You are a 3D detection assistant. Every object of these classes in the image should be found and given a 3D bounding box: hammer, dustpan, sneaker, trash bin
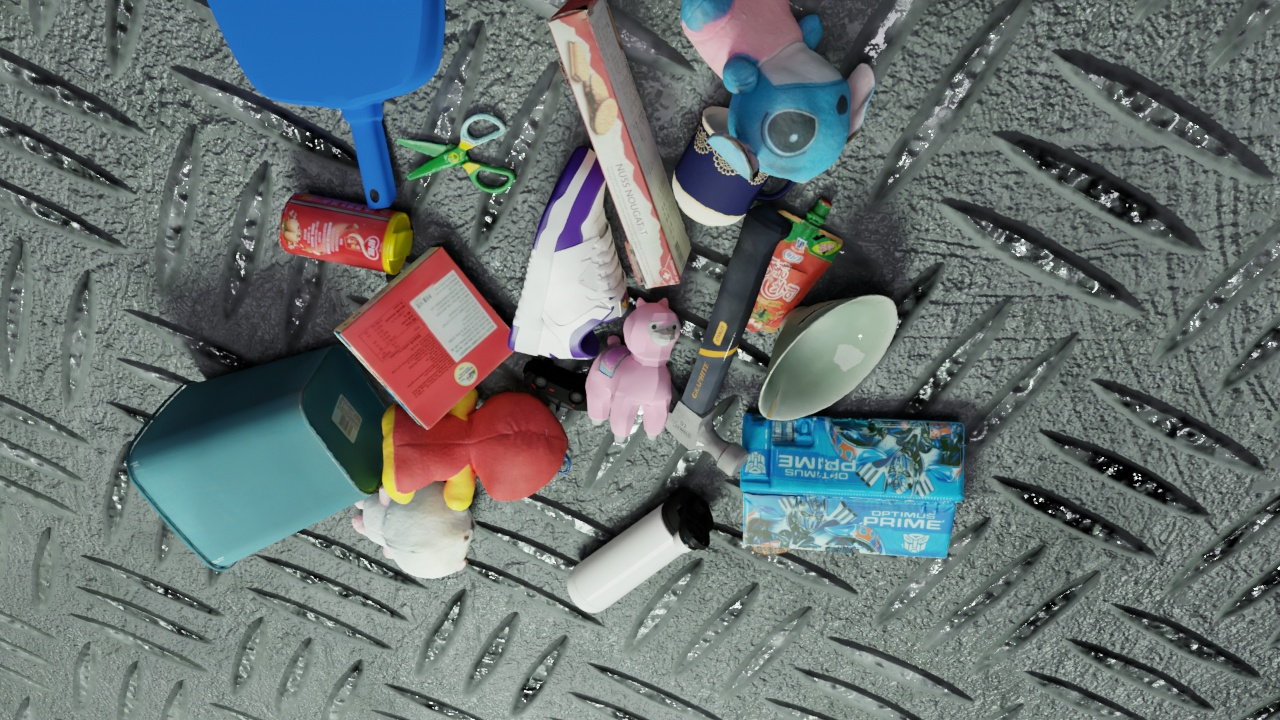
[{"bbox_3d":[0.091,-0.021,0.948,0.139,0.035,0.313,37,136,20],"label":"hammer"},{"bbox_3d":[-0.286,-0.270,0.886,0.246,0.059,0.258,-1,113,11],"label":"dustpan"},{"bbox_3d":[-0.057,-0.095,0.946,0.111,0.091,0.245,17,127,-6],"label":"sneaker"},{"bbox_3d":[-0.429,0.102,1.088,0.219,0.196,0.199,-20,119,14],"label":"trash bin"}]

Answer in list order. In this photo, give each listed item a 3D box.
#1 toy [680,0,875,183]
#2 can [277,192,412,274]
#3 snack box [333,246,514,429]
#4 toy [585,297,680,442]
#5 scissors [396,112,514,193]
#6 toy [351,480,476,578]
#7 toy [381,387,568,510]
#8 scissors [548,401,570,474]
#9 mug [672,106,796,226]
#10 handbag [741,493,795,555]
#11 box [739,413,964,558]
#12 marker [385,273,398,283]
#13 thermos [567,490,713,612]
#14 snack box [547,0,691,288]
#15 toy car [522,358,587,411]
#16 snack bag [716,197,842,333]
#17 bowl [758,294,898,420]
[{"bbox_3d":[0.103,-0.238,0.768,0.099,0.223,0.191,-18,102,51],"label":"toy"},{"bbox_3d":[-0.312,-0.135,0.974,0.124,0.066,0.067,12,124,2],"label":"can"},{"bbox_3d":[-0.228,-0.025,0.998,0.145,0.142,0.040,53,161,-23],"label":"snack box"},{"bbox_3d":[-0.006,0.006,0.989,0.067,0.123,0.158,-1,107,-30],"label":"toy"},{"bbox_3d":[-0.189,-0.217,0.931,0.131,0.012,0.108,16,124,-2],"label":"scissors"},{"bbox_3d":[-0.300,0.215,1.192,0.180,0.101,0.139,10,114,24],"label":"toy"},{"bbox_3d":[-0.192,0.100,1.065,0.216,0.099,0.147,-3,88,-2],"label":"toy"},{"bbox_3d":[-0.100,0.087,1.120,0.083,0.016,0.135,29,119,-5],"label":"scissors"},{"bbox_3d":[0.089,-0.173,0.871,0.111,0.085,0.089,18,128,-17],"label":"mug"},{"bbox_3d":[0.221,0.183,1.108,0.196,0.043,0.093,-6,117,13],"label":"handbag"},{"bbox_3d":[0.236,0.148,1.040,0.244,0.060,0.175,2,102,9],"label":"box"},{"bbox_3d":[-0.264,-0.048,1.056,0.018,0.015,0.123,-10,118,12],"label":"marker"},{"bbox_3d":[-0.002,0.251,1.156,0.068,0.101,0.230,41,120,-14],"label":"thermos"},{"bbox_3d":[-0.016,-0.203,0.873,0.044,0.076,0.273,-10,122,19],"label":"snack box"},{"bbox_3d":[-0.094,0.030,1.060,0.091,0.042,0.036,24,121,-6],"label":"toy car"},{"bbox_3d":[0.147,-0.100,0.939,0.087,0.044,0.155,23,118,-21],"label":"snack bag"},{"bbox_3d":[0.179,-0.020,0.958,0.174,0.068,0.174,-23,145,-18],"label":"bowl"}]
